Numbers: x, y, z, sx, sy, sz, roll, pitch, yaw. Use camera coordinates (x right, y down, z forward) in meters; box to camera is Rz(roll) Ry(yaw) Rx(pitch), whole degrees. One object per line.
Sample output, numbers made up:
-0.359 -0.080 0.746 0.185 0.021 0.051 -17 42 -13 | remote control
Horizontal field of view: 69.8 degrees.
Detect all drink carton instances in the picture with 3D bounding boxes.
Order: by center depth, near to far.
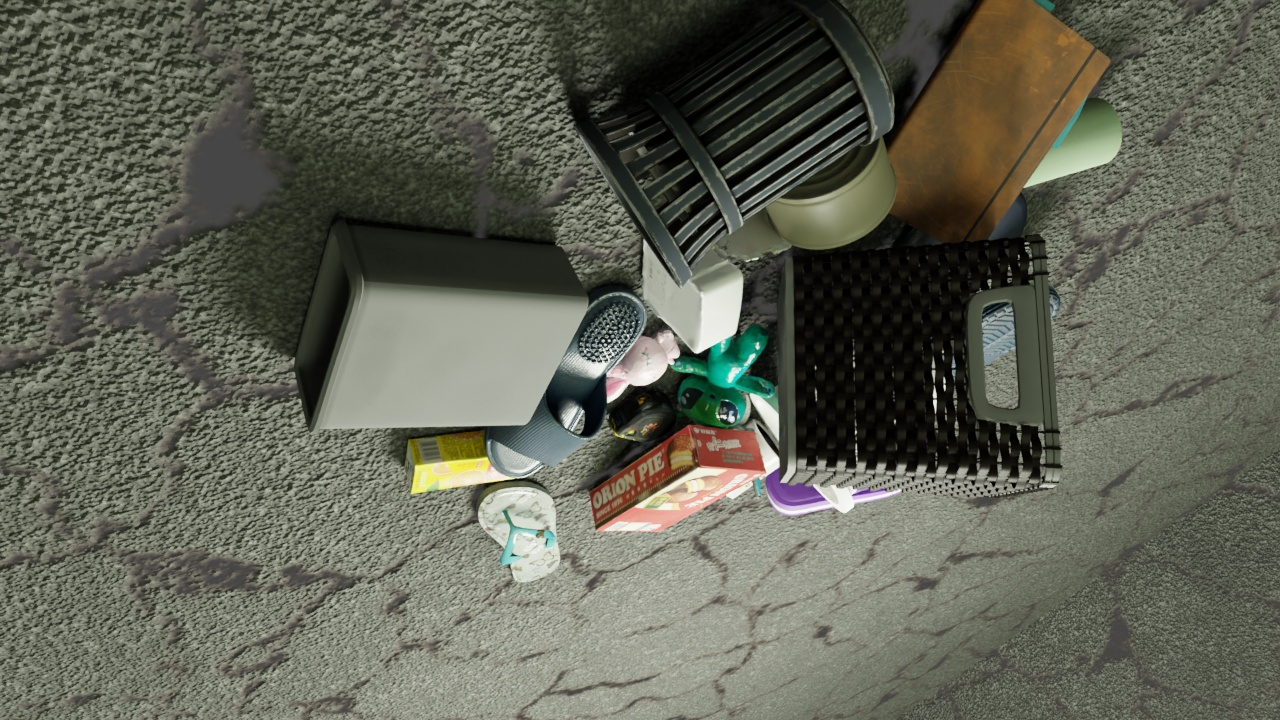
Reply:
-0.202 0.114 1.068 0.134 0.043 0.059 -6 140 -25 | drink carton

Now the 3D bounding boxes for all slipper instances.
-0.079 0.039 0.990 0.101 0.082 0.264 25 112 -32 | slipper
0.445 -0.047 1.233 0.105 0.095 0.253 7 151 -17 | slipper
-0.149 0.246 1.249 0.098 0.054 0.269 -23 145 -9 | slipper
0.319 0.150 1.379 0.266 0.107 0.084 -15 142 -8 | slipper

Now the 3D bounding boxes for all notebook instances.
0.353 -0.237 0.919 0.178 0.014 0.250 22 109 -24 | notebook

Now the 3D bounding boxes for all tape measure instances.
0.007 0.069 1.141 0.072 0.042 0.072 -43 136 19 | tape measure

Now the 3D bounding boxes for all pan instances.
0.340 -0.155 1.092 0.356 0.021 0.199 18 124 -43 | pan

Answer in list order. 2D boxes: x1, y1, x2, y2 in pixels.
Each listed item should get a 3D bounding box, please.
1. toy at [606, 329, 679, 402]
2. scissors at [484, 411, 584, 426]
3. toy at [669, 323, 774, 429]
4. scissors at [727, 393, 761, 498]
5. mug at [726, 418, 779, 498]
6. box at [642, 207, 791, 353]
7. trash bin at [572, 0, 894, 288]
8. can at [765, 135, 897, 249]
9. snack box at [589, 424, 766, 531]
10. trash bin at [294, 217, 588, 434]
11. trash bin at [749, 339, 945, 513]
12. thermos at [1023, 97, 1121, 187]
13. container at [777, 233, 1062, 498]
-0.006 0.006 1.054 0.110 0.047 0.063 -25 132 6 | toy
-0.113 0.043 1.059 0.158 0.012 0.162 -20 143 -5 | scissors
0.098 0.021 1.120 0.130 0.072 0.194 22 129 2 | toy
0.130 0.125 1.226 0.157 0.124 0.019 -51 180 17 | scissors
0.149 0.137 1.290 0.090 0.073 0.105 -37 168 13 | mug
0.084 -0.103 0.939 0.136 0.108 0.129 -27 143 -24 | box
0.083 -0.193 0.780 0.227 0.164 0.164 -34 143 3 | trash bin
0.173 -0.179 0.873 0.128 0.127 0.073 -31 141 6 | can
0.043 0.160 1.201 0.113 0.060 0.237 8 149 -35 | snack box
-0.190 -0.025 0.864 0.219 0.097 0.192 1 135 -34 | trash bin
0.282 0.059 1.191 0.199 0.195 0.195 -37 143 -3 | trash bin
0.404 -0.220 1.002 0.231 0.082 0.082 -18 142 -13 | thermos
0.274 0.018 0.981 0.244 0.247 0.245 0 169 6 | container
